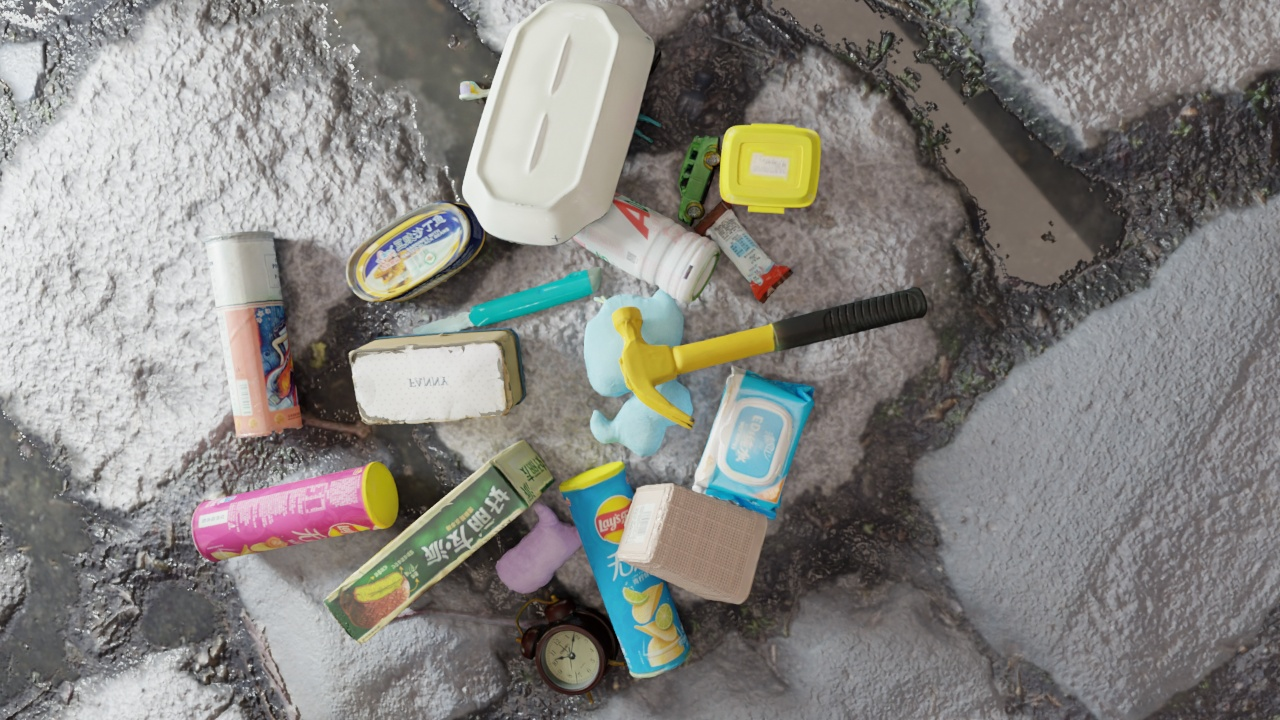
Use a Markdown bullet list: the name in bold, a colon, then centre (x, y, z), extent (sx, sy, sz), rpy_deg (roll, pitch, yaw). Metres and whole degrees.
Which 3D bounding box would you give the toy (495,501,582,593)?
- **toy**: centre (-0.108, 0.204, 0.971), extent (0.084, 0.039, 0.108), rpy_deg (36, 105, -25)

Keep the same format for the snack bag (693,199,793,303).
- **snack bag**: centre (0.103, -0.109, 0.917), extent (0.048, 0.026, 0.104), rpy_deg (-44, 87, 3)

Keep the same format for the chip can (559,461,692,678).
- **chip can**: centre (-0.015, 0.214, 0.945), extent (0.071, 0.071, 0.210), rpy_deg (-20, 92, 10)

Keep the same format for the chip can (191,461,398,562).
- **chip can**: centre (-0.375, 0.166, 0.998), extent (0.211, 0.071, 0.071), rpy_deg (-13, 93, 11)

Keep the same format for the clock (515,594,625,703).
- **clock**: centre (-0.078, 0.300, 0.971), extent (0.122, 0.055, 0.082), rpy_deg (40, 100, 5)

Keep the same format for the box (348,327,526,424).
- **box**: centre (-0.205, 0.016, 0.958), extent (0.184, 0.061, 0.090), rpy_deg (-2, 104, 7)

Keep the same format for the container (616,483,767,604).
- **container**: centre (0.047, 0.174, 0.894), extent (0.111, 0.090, 0.090), rpy_deg (25, 72, -19)

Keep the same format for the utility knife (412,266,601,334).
- **utility knife**: centre (-0.140, -0.057, 0.967), extent (0.216, 0.013, 0.029), rpy_deg (-16, 100, 8)

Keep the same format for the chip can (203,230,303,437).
- **chip can**: centre (-0.414, -0.027, 0.984), extent (0.071, 0.071, 0.215), rpy_deg (-6, 94, 9)

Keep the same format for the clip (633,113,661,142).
- **clip**: centre (-0.007, -0.243, 0.929), extent (0.056, 0.014, 0.042), rpy_deg (31, 99, 3)

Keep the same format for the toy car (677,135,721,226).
- **toy car**: centre (0.057, -0.179, 0.910), extent (0.036, 0.043, 0.091), rpy_deg (16, 96, 4)

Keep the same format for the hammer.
- **hammer**: centre (0.128, -0.021, 0.882), extent (0.300, 0.033, 0.128), rpy_deg (-14, 72, -4)

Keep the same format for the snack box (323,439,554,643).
- **snack box**: centre (-0.205, 0.184, 0.950), extent (0.240, 0.114, 0.063), rpy_deg (-40, 89, 10)

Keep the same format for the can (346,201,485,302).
- **can**: centre (-0.235, -0.112, 0.959), extent (0.148, 0.049, 0.074), rpy_deg (-29, 90, 11)

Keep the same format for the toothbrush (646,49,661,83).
- **toothbrush**: centre (-0.025, -0.234, 0.905), extent (0.018, 0.015, 0.181), rpy_deg (25, 79, 24)

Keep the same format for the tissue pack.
- **tissue pack**: centre (0.113, 0.080, 0.915), extent (0.090, 0.063, 0.140), rpy_deg (18, 98, 7)

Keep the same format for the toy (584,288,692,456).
- **toy**: centre (-0.005, 0.005, 0.932), extent (0.161, 0.050, 0.156), rpy_deg (-45, 96, 1)

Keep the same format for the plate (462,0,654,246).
- **plate**: centre (-0.085, -0.241, 0.888), extent (0.162, 0.034, 0.265), rpy_deg (13, 79, 16)

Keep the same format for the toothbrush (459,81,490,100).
- **toothbrush**: centre (-0.092, -0.284, 0.935), extent (0.190, 0.029, 0.020), rpy_deg (-4, 137, 8)

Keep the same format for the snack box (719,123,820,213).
- **snack box**: centre (0.124, -0.181, 0.880), extent (0.091, 0.080, 0.082), rpy_deg (5, 95, 8)

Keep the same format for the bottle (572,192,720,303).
- **bottle**: centre (-0.020, -0.129, 0.913), extent (0.197, 0.068, 0.068), rpy_deg (30, 99, 11)
